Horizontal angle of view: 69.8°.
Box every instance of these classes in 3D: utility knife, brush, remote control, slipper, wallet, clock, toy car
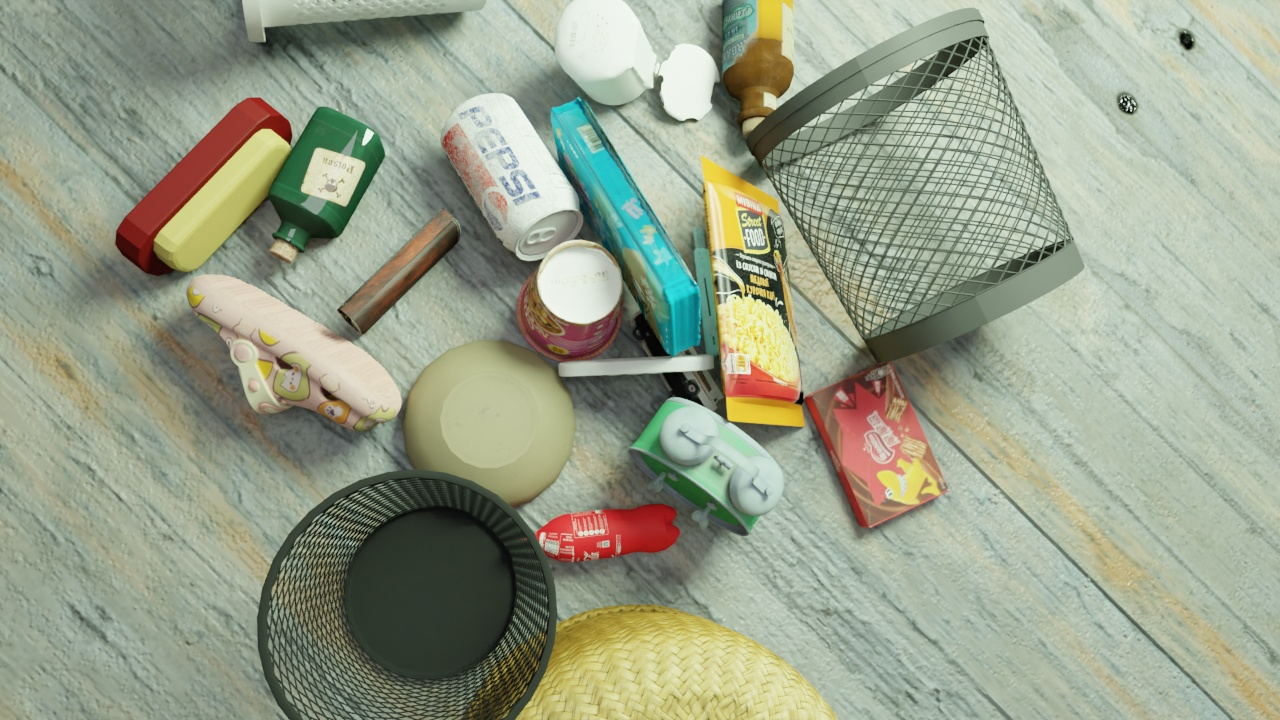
[{"bbox_3d":[0.063,-0.065,0.856,0.022,0.015,0.126,-12,80,21],"label":"utility knife"},{"bbox_3d":[-0.355,-0.140,0.769,0.042,0.082,0.173,38,77,-1],"label":"brush"},{"bbox_3d":[-0.005,0.005,0.791,0.137,0.043,0.013,-3,93,13],"label":"remote control"},{"bbox_3d":[-0.294,0.005,0.761,0.197,0.093,0.081,34,97,0],"label":"slipper"},{"bbox_3d":[-0.204,-0.075,0.787,0.019,0.072,0.123,43,78,0],"label":"wallet"},{"bbox_3d":[0.056,0.089,0.753,0.122,0.162,0.075,37,76,-1],"label":"clock"},{"bbox_3d":[0.034,0.000,0.831,0.039,0.039,0.113,-27,85,-33],"label":"toy car"}]

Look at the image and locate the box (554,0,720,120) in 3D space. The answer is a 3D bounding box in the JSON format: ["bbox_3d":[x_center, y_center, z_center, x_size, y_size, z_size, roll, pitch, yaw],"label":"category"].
[{"bbox_3d":[0.002,-0.271,0.837,0.142,0.140,0.083,6,94,7],"label":"box"}]

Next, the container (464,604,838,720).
[{"bbox_3d":[0.009,0.338,0.691,0.307,0.197,0.306,2,79,-9],"label":"container"}]

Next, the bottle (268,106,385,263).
[{"bbox_3d":[-0.279,-0.145,0.792,0.061,0.061,0.131,25,78,-2],"label":"bottle"}]

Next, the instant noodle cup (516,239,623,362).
[{"bbox_3d":[-0.057,-0.054,0.787,0.097,0.109,0.097,1,81,-8],"label":"instant noodle cup"}]

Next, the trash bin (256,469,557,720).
[{"bbox_3d":[-0.161,0.179,0.680,0.184,0.210,0.184,1,80,-9],"label":"trash bin"}]

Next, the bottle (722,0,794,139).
[{"bbox_3d":[0.112,-0.287,0.872,0.068,0.068,0.157,2,80,-8],"label":"bottle"}]

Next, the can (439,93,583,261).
[{"bbox_3d":[-0.112,-0.160,0.798,0.078,0.078,0.136,-29,71,-12],"label":"can"}]

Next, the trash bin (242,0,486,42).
[{"bbox_3d":[-0.238,-0.374,0.784,0.199,0.196,0.195,-6,81,-19],"label":"trash bin"}]

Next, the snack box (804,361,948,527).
[{"bbox_3d":[0.219,0.077,0.852,0.089,0.021,0.133,-22,85,-12],"label":"snack box"}]

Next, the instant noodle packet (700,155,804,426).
[{"bbox_3d":[0.101,-0.054,0.803,0.032,0.159,0.220,-10,80,31],"label":"instant noodle packet"}]

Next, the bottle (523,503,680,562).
[{"bbox_3d":[-0.038,0.150,0.790,0.141,0.042,0.042,-5,81,-9],"label":"bottle"}]

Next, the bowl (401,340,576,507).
[{"bbox_3d":[-0.129,0.053,0.788,0.152,0.050,0.152,1,80,-8],"label":"bowl"}]

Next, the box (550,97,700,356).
[{"bbox_3d":[-0.011,-0.115,0.775,0.041,0.094,0.226,-25,63,-9],"label":"box"}]

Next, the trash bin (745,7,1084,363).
[{"bbox_3d":[0.240,-0.141,0.799,0.217,0.218,0.227,-27,90,-12],"label":"trash bin"}]
